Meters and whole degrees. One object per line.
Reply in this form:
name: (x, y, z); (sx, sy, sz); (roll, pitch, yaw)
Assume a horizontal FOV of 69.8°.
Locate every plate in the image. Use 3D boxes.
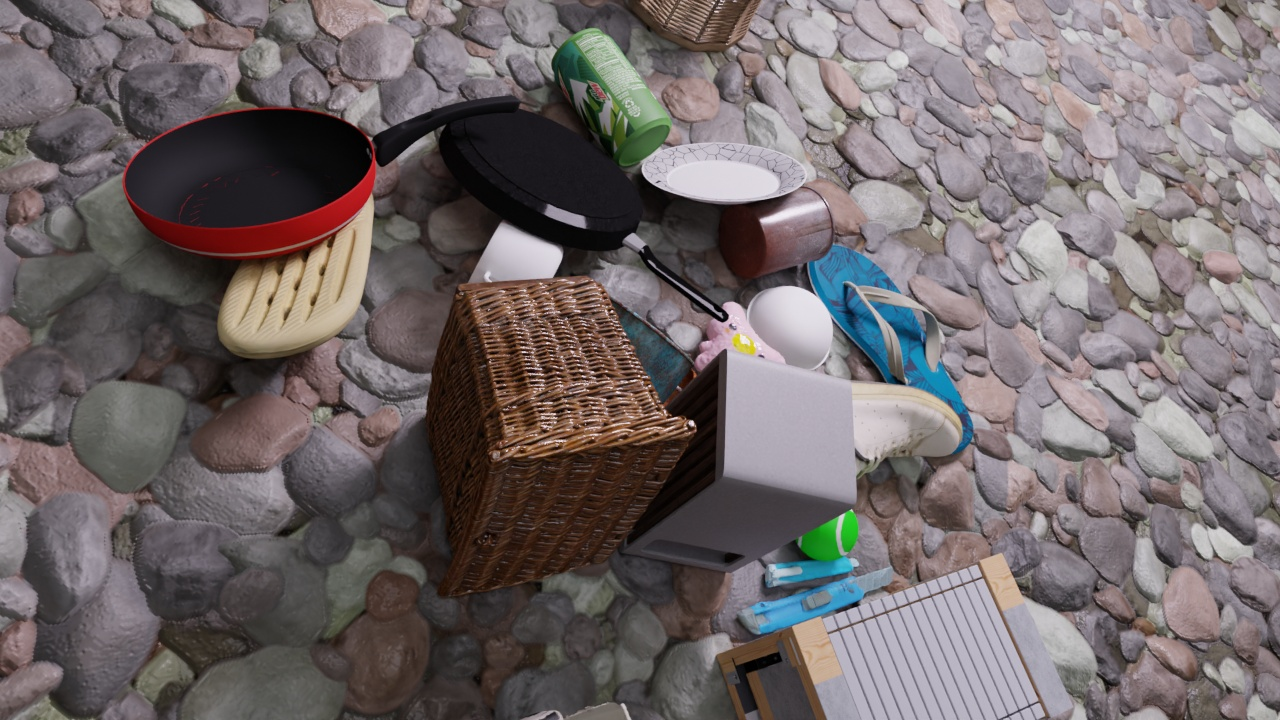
plate: (0.096, -0.213, 1.063); (0.188, 0.016, 0.188); (0, 32, 0)

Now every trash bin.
trash bin: (0.226, 0.291, 0.836); (0.246, 0.143, 0.142); (-10, 69, -27)
trash bin: (0.077, 0.099, 0.817); (0.114, 0.229, 0.114); (14, 60, -17)

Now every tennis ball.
tennis ball: (0.187, 0.170, 0.928); (0.065, 0.066, 0.065); (10, 61, -19)

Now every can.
can: (-0.035, -0.304, 1.063); (0.082, 0.083, 0.144); (-28, 78, -32)

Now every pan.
pan: (-0.278, -0.184, 0.846); (0.355, 0.067, 0.209); (-17, 46, -21)
pan: (-0.046, -0.157, 0.952); (0.356, 0.034, 0.224); (37, 32, 6)

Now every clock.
clock: (-0.005, 0.005, 0.899); (0.121, 0.157, 0.073); (36, 87, 40)

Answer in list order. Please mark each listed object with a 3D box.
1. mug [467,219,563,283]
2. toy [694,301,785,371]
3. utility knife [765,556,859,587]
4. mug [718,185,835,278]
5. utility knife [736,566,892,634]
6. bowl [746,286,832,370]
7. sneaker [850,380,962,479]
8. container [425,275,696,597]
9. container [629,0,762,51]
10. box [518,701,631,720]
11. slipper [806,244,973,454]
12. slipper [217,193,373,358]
mug: (-0.124, -0.084, 0.897); (0.068, 0.094, 0.115); (29, 20, -9)
toy: (0.101, -0.007, 0.990); (0.093, 0.050, 0.102); (-32, 77, -27)
utility knife: (0.177, 0.214, 0.933); (0.117, 0.016, 0.022); (1, 71, -26)
mug: (0.147, -0.157, 1.072); (0.110, 0.096, 0.123); (-14, 40, -32)
utility knife: (0.182, 0.239, 0.922); (0.195, 0.015, 0.031); (-10, 74, -29)
bowl: (0.180, -0.045, 1.049); (0.110, 0.041, 0.109); (10, 61, -19)
sneaker: (0.238, 0.085, 0.976); (0.241, 0.089, 0.102); (10, 54, -12)
container: (-0.092, 0.059, 0.769); (0.162, 0.251, 0.183); (-7, 58, -26)
container: (0.099, -0.535, 1.170); (0.226, 0.197, 0.226); (10, 61, -19)
box: (-0.037, 0.330, 0.686); (0.065, 0.186, 0.145); (-7, 71, -54)
slipper: (0.309, -0.027, 1.087); (0.118, 0.060, 0.294); (-22, 75, -34)
slipper: (-0.295, -0.077, 0.835); (0.111, 0.079, 0.260); (-2, 43, -1)
